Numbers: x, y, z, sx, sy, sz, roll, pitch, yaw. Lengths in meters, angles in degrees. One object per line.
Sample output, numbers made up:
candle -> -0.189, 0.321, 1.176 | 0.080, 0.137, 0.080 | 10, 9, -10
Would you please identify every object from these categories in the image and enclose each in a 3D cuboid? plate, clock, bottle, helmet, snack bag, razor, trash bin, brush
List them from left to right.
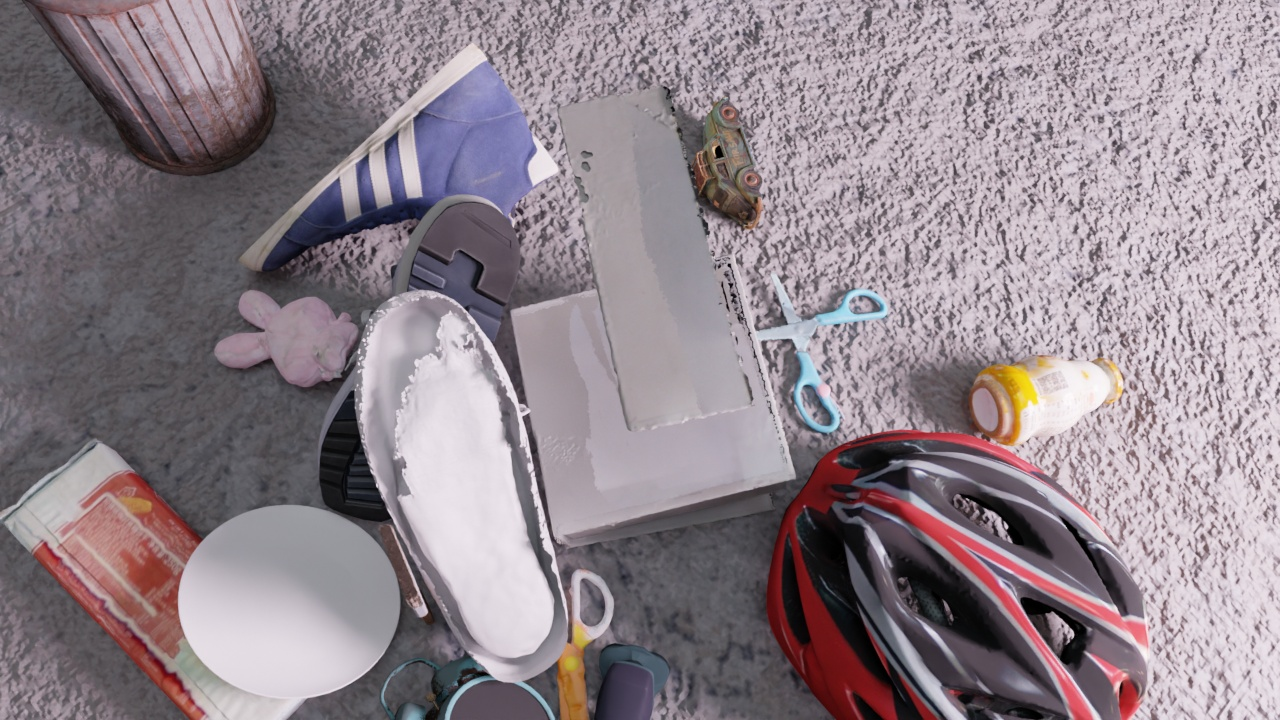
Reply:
trash bin -> -0.343, -0.238, 0.638 | 0.131, 0.211, 0.130 | 2, 69, -6
snack bag -> -0.305, 0.152, 0.591 | 0.225, 0.041, 0.077 | 41, 70, 10
plate -> -0.222, 0.153, 0.588 | 0.134, 0.011, 0.134 | 19, 41, -18
brush -> -0.136, 0.142, 0.559 | 0.008, 0.143, 0.045 | -23, 65, -16
clock -> -0.105, 0.229, 0.565 | 0.124, 0.053, 0.089 | 38, 34, 8
razor -> -0.019, 0.249, 0.570 | 0.047, 0.052, 0.142 | 12, 53, 8
helmet -> 0.217, 0.164, 0.600 | 0.272, 0.167, 0.217 | 39, 73, -5
bottle -> 0.310, 0.026, 0.700 | 0.108, 0.063, 0.063 | -12, 72, -12

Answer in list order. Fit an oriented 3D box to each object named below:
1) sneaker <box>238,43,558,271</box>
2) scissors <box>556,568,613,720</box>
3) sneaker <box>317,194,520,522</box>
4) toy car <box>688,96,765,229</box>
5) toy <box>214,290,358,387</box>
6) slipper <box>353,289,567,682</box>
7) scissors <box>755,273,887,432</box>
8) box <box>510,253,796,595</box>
sneaker -> -0.170, -0.112, 0.690 | 0.233, 0.091, 0.118 | -43, 108, -1
scissors -> -0.042, 0.205, 0.619 | 0.070, 0.013, 0.130 | -9, 70, -9
sneaker -> -0.150, -0.013, 0.633 | 0.088, 0.124, 0.240 | 21, 110, -22
toy car -> 0.065, -0.158, 0.746 | 0.047, 0.047, 0.111 | -9, 71, -16
toy -> -0.249, -0.016, 0.657 | 0.110, 0.047, 0.063 | 13, 77, 16
slipper -> -0.106, 0.076, 0.564 | 0.112, 0.075, 0.247 | -27, 109, -34
scissors -> 0.144, -0.014, 0.721 | 0.135, 0.015, 0.135 | -17, 80, -17
box -> -0.011, 0.083, 0.779 | 0.171, 0.405, 0.168 | -9, 71, -10
